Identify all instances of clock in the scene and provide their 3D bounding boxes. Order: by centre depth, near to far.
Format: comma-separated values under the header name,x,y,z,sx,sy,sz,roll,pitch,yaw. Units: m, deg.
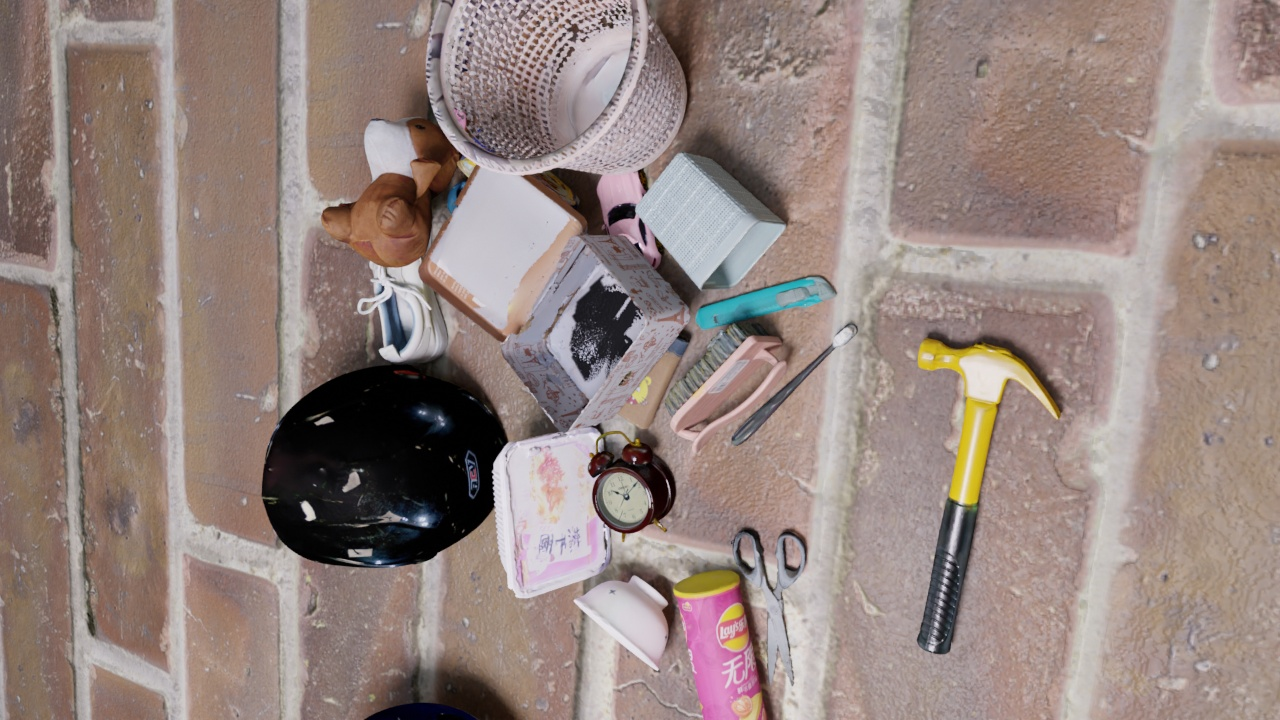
name,x,y,z,sx,sy,sz,roll,pitch,yaw
clock,-0.013,0.134,1.006,0.082,0.055,0.122,-19,92,29

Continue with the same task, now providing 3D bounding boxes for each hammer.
name,x,y,z,sx,sy,sz,roll,pitch,yaw
hammer,0.302,0.133,0.858,0.129,0.032,0.301,13,103,26

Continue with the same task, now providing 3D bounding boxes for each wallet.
name,x,y,z,sx,sy,sz,roll,pitch,yaw
wallet,-0.006,0.006,0.999,0.090,0.033,0.115,31,114,19

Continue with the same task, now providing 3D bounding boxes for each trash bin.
name,x,y,z,sx,sy,sz,roll,pitch,yaw
trash bin,-0.058,-0.272,0.880,0.228,0.192,0.227,-1,87,26

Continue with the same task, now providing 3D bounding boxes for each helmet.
name,x,y,z,sx,sy,sz,roll,pitch,yaw
helmet,-0.300,0.128,1.068,0.275,0.230,0.233,-2,99,7
helmet,-0.237,0.556,1.075,0.315,0.239,0.248,44,113,26

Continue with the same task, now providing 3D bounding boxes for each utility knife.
name,x,y,z,sx,sy,sz,roll,pitch,yaw
utility knife,0.123,-0.057,0.932,0.152,0.013,0.029,-14,89,28

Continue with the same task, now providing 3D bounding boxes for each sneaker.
name,x,y,z,sx,sy,sz,roll,pitch,yaw
sneaker,-0.298,-0.113,1.096,0.090,0.090,0.242,-8,93,27

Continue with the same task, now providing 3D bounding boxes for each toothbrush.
name,x,y,z,sx,sy,sz,roll,pitch,yaw
toothbrush,0.152,0.028,0.929,0.015,0.018,0.181,47,116,10

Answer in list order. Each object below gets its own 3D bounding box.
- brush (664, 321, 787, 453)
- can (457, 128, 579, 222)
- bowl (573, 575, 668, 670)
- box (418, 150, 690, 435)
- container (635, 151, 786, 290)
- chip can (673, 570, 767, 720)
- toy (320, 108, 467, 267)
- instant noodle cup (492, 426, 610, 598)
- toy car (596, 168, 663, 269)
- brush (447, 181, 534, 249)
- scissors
name,x,y,z,sx,sy,sz,roll,pitch,yaw
brush,0.083,0.029,0.937,0.146,0.063,0.073,-48,65,25
can,-0.134,-0.196,1.009,0.148,0.074,0.049,41,110,17
bowl,-0.008,0.278,1.013,0.118,0.118,0.064,35,72,19
box,-0.098,-0.074,0.960,0.260,0.105,0.179,49,122,19
container,0.066,-0.139,0.908,0.111,0.090,0.090,48,115,16
chip can,0.091,0.336,0.974,0.072,0.071,0.210,-11,93,28
toy,-0.270,-0.203,1.017,0.140,0.199,0.130,0,140,27
instant noodle cup,-0.106,0.163,1.026,0.060,0.137,0.173,7,102,49
toy car,-0.014,-0.149,0.976,0.056,0.037,0.122,-14,90,27
brush,-0.166,-0.151,1.032,0.144,0.073,0.055,40,120,16
scissors,0.146,0.258,0.968,0.168,0.014,0.156,49,116,12
